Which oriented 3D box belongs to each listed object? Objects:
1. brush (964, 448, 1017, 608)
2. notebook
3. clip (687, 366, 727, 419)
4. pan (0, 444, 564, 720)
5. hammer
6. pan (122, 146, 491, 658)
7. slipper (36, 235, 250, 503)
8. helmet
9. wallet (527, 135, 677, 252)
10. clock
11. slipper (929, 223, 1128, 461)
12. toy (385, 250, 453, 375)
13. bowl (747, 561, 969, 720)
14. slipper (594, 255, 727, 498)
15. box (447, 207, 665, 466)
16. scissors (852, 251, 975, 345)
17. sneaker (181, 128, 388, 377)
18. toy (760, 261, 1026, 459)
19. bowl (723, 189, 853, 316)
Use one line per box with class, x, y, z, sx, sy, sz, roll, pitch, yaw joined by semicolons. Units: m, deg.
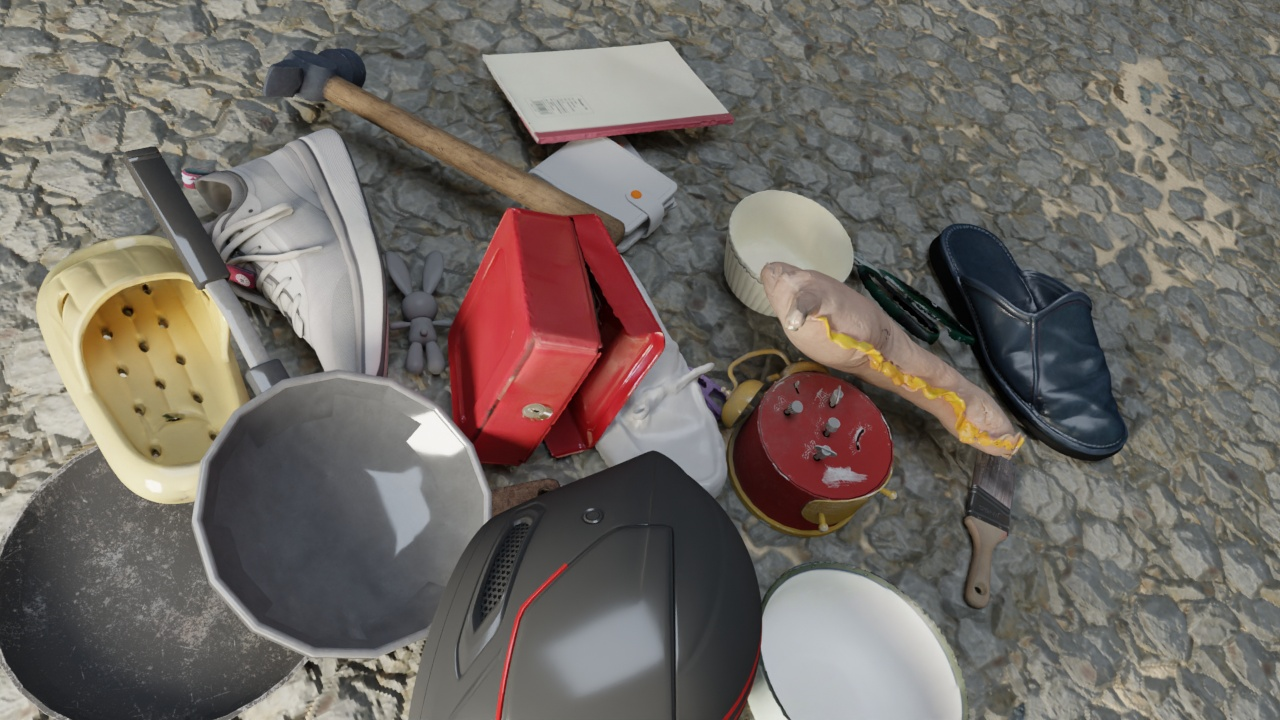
brush;0.286;0.135;0.758;0.039;0.012;0.150;25;55;0
notebook;-0.032;-0.267;0.903;0.208;0.012;0.153;-12;51;-24
clip;0.054;0.030;0.759;0.052;0.014;0.042;20;58;-7
pan;-0.217;0.124;0.605;0.356;0.040;0.207;-7;61;-21
hammer;-0.158;-0.177;0.778;0.322;0.040;0.129;28;24;1
pan;-0.228;0.020;0.573;0.178;0.041;0.357;-28;83;-41
slipper;-0.331;-0.018;0.610;0.111;0.079;0.261;-18;53;-30
helmet;-0.013;0.162;0.554;0.170;0.164;0.263;6;34;11
wallet;-0.024;-0.165;0.846;0.118;0.038;0.115;36;56;12
clock;0.128;0.055;0.721;0.117;0.081;0.158;-18;65;-25
slipper;0.369;-0.036;0.849;0.108;0.084;0.265;-11;64;-25
toy;-0.175;-0.041;0.726;0.049;0.030;0.111;-4;68;-19
bowl;0.133;0.219;0.614;0.153;0.073;0.153;15;42;-14
slipper;-0.004;0.004;0.729;0.112;0.075;0.246;-23;68;-11
box;-0.077;-0.014;0.653;0.112;0.158;0.134;-6;57;-32
scissors;0.210;-0.074;0.833;0.210;0.015;0.141;40;26;16
sneaker;-0.260;-0.067;0.683;0.128;0.097;0.263;-14;60;-21
toy;0.203;0.011;0.720;0.264;0.065;0.195;36;18;-8
bowl;0.125;-0.089;0.823;0.115;0.063;0.115;8;57;-12
